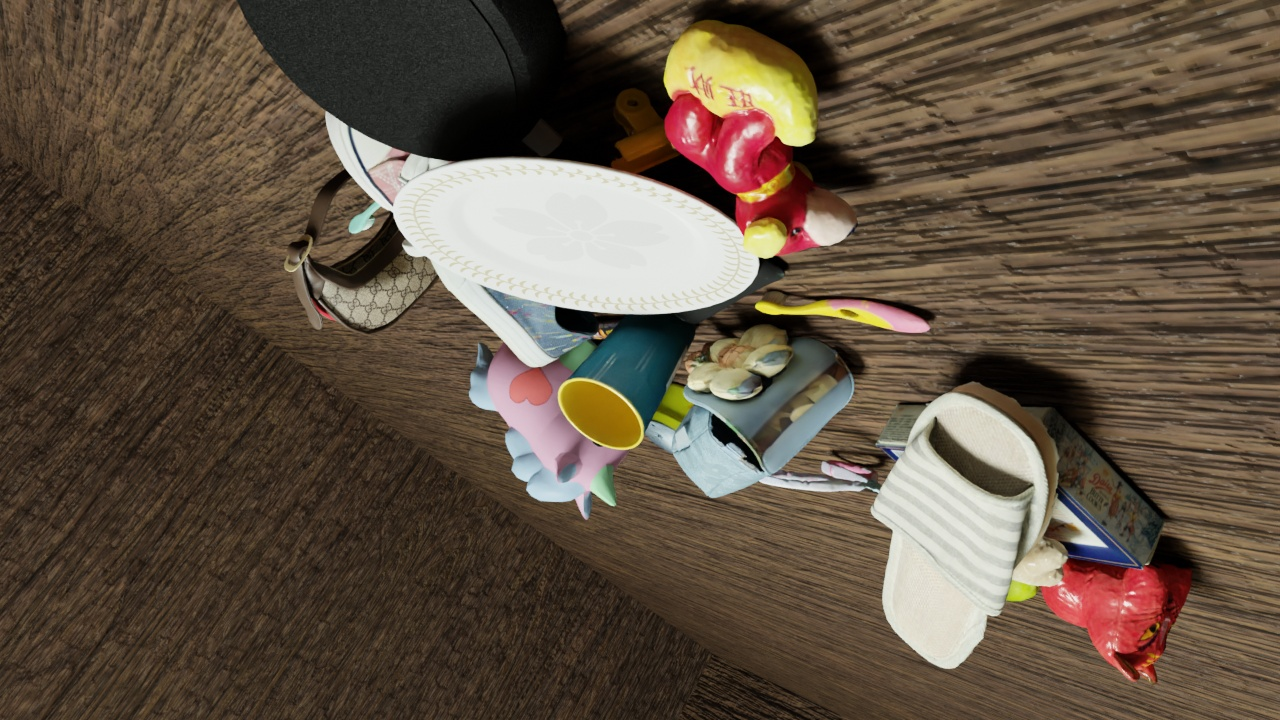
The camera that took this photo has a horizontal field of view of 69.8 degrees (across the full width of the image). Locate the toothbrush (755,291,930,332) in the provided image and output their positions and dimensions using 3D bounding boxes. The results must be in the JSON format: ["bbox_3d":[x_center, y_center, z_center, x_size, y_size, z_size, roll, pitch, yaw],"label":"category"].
[{"bbox_3d":[0.135,-0.034,0.624,0.136,0.016,0.021,11,151,43],"label":"toothbrush"}]

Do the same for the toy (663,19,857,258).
[{"bbox_3d":[0.055,-0.112,0.479,0.106,0.067,0.137,20,151,45],"label":"toy"}]

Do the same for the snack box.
[{"bbox_3d":[0.272,0.089,0.671,0.145,0.042,0.145,39,161,-21],"label":"snack box"}]

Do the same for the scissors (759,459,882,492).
[{"bbox_3d":[0.181,0.107,0.797,0.168,0.014,0.170,3,-175,-19],"label":"scissors"}]

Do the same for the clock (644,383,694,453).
[{"bbox_3d":[0.034,0.065,0.981,0.119,0.057,0.083,8,151,51],"label":"clock"}]

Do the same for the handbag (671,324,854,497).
[{"bbox_3d":[0.083,0.035,0.745,0.118,0.121,0.192,49,164,2],"label":"handbag"}]

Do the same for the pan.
[{"bbox_3d":[-0.093,-0.158,0.580,0.355,0.044,0.205,37,149,-27],"label":"pan"}]

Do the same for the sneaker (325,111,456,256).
[{"bbox_3d":[-0.127,-0.120,0.692,0.241,0.118,0.088,36,-177,-29],"label":"sneaker"}]

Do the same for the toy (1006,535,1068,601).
[{"bbox_3d":[0.264,0.140,0.677,0.092,0.043,0.118,42,157,4],"label":"toy"}]

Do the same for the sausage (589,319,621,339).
[{"bbox_3d":[-0.021,-0.030,0.882,0.020,0.020,0.155,41,160,-26],"label":"sausage"}]

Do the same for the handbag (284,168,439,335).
[{"bbox_3d":[-0.245,-0.104,0.820,0.063,0.166,0.138,19,146,32],"label":"handbag"}]

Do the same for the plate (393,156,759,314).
[{"bbox_3d":[-0.041,-0.081,0.615,0.242,0.016,0.243,7,164,2],"label":"plate"}]

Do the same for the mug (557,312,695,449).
[{"bbox_3d":[-0.005,0.004,0.762,0.078,0.121,0.078,21,141,18],"label":"mug"}]

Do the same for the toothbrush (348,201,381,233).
[{"bbox_3d":[-0.194,-0.147,0.748,0.022,0.135,0.017,55,-154,4],"label":"toothbrush"}]

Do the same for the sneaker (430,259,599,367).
[{"bbox_3d":[-0.113,-0.079,0.823,0.079,0.087,0.235,-13,138,20],"label":"sneaker"}]

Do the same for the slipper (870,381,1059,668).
[{"bbox_3d":[0.215,0.130,0.644,0.114,0.054,0.273,46,151,37],"label":"slipper"}]

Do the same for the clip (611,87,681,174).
[{"bbox_3d":[0.003,-0.134,0.538,0.048,0.054,0.045,46,159,49],"label":"clip"}]

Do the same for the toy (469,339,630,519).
[{"bbox_3d":[-0.099,0.056,0.953,0.222,0.170,0.120,17,157,21],"label":"toy"}]

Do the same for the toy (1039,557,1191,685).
[{"bbox_3d":[0.345,0.192,0.709,0.088,0.094,0.133,7,176,-26],"label":"toy"}]

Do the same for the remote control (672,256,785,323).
[{"bbox_3d":[0.058,-0.055,0.686,0.041,0.020,0.152,35,160,-11],"label":"remote control"}]
